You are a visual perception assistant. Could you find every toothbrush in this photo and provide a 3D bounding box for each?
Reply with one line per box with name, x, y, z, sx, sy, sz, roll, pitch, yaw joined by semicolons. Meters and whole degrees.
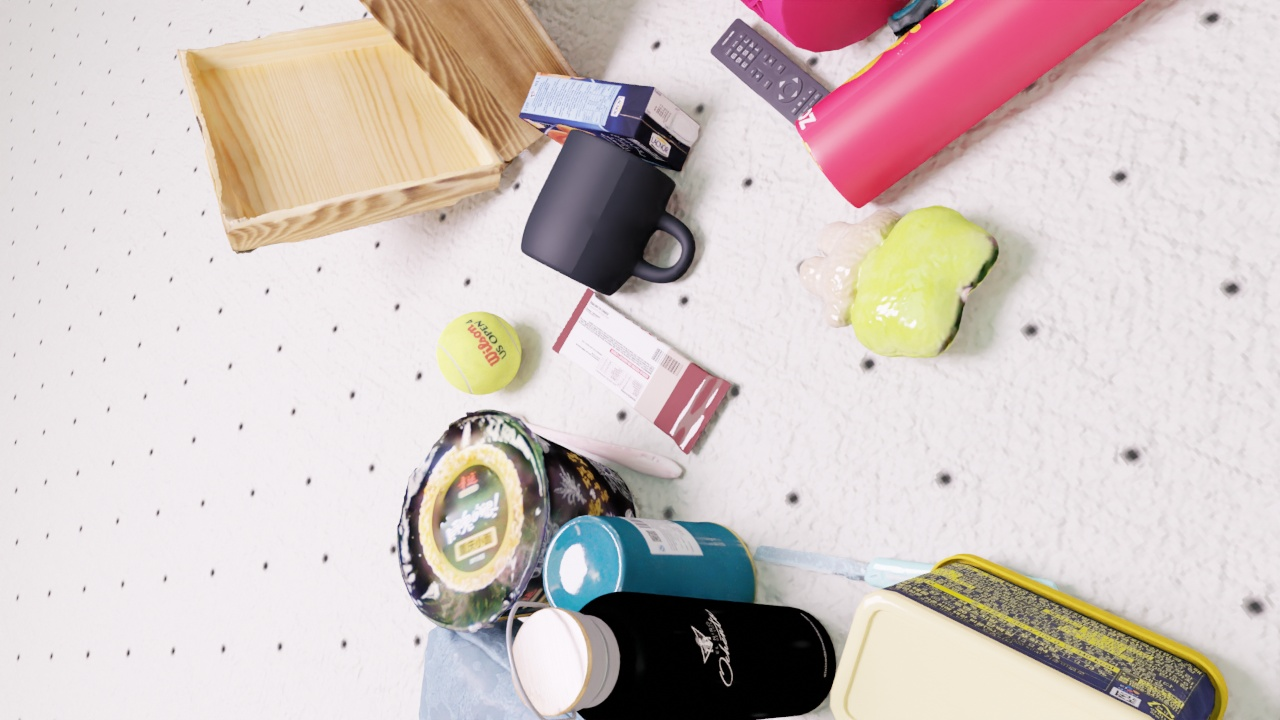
toothbrush;-0.044;0.059;0.662;0.181;0.018;0.015;12;83;39

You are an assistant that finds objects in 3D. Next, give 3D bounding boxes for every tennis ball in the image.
tennis ball;-0.126;-0.006;0.715;0.065;0.065;0.065;-13;68;34

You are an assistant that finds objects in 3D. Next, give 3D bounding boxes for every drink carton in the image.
drink carton;-0.025;-0.181;0.693;0.130;0.064;0.040;22;90;40

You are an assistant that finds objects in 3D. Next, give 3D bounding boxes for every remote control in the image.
remote control;0.097;-0.191;0.633;0.032;0.015;0.136;-48;55;16

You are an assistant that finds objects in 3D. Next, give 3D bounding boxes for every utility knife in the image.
utility knife;0.139;0.118;0.505;0.180;0.015;0.022;0;87;41

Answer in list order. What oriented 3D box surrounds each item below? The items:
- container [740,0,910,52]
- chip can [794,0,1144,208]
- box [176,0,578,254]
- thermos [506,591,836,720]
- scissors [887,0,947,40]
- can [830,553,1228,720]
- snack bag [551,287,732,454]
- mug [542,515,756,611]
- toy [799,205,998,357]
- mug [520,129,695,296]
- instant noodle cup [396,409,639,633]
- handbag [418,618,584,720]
container;0.081;-0.321;0.597;0.183;0.183;0.225;-43;62;19
chip can;0.195;-0.179;0.518;0.221;0.069;0.069;-36;57;24
box;-0.251;-0.259;0.784;0.315;0.282;0.279;-38;55;7
thermos;0.018;0.146;0.446;0.061;0.231;0.061;-13;68;34
scissors;0.191;-0.218;0.567;0.141;0.019;0.128;-3;75;39
can;0.167;0.147;0.402;0.135;0.104;0.075;21;101;38
snack bag;-0.004;0.004;0.651;0.158;0.013;0.057;35;96;39
mug;0.004;0.126;0.535;0.078;0.121;0.078;-13;68;34
toy;0.144;-0.050;0.533;0.115;0.046;0.092;26;92;47
mug;-0.017;-0.095;0.658;0.122;0.085;0.094;28;95;11
instant noodle cup;-0.075;0.110;0.609;0.138;0.112;0.137;-13;68;35
handbag;-0.073;0.238;0.558;0.192;0.118;0.122;25;109;37
